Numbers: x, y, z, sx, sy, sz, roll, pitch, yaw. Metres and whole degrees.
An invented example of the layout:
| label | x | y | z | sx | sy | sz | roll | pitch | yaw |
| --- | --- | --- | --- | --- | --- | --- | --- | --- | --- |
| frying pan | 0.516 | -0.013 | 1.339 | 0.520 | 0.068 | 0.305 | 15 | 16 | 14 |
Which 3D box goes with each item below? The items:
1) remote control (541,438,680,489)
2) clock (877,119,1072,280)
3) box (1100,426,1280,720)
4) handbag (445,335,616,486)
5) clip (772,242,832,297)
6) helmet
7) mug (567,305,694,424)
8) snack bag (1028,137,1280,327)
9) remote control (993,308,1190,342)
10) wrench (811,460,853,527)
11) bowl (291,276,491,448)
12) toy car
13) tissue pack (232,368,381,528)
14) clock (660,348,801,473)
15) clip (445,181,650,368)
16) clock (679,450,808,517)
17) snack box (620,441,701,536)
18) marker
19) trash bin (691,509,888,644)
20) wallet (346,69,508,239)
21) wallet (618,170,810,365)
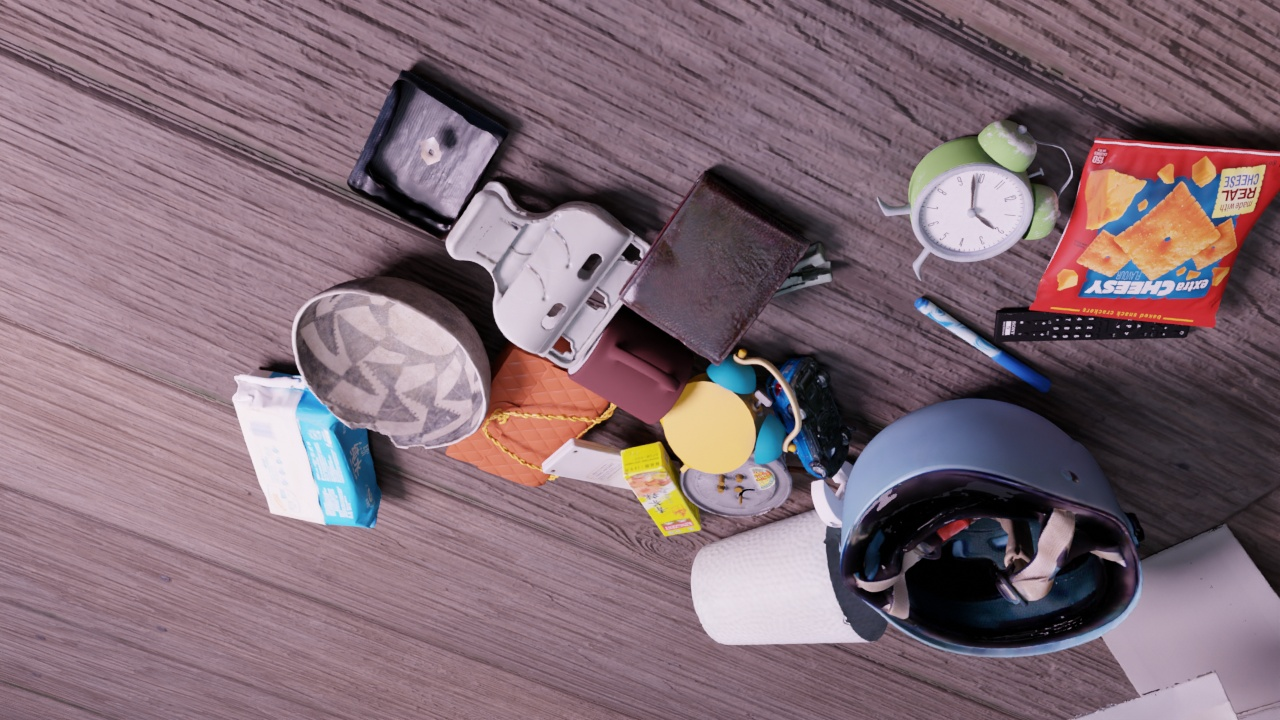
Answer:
| label | x | y | z | sx | sy | sz | roll | pitch | yaw |
| --- | --- | --- | --- | --- | --- | --- | --- | --- | --- |
| remote control | -0.026 | 0.102 | 0.881 | 0.135 | 0.011 | 0.050 | 17 | 135 | -38 |
| clock | 0.236 | -0.115 | 0.639 | 0.120 | 0.042 | 0.094 | -19 | 127 | 28 |
| box | 0.514 | 0.260 | 0.859 | 0.171 | 0.379 | 0.168 | 21 | 135 | -30 |
| handbag | -0.100 | 0.053 | 0.861 | 0.109 | 0.060 | 0.172 | 25 | 133 | -16 |
| clip | 0.112 | -0.067 | 0.725 | 0.076 | 0.023 | 0.045 | -17 | 124 | 24 |
| helmet | 0.292 | 0.137 | 0.772 | 0.226 | 0.166 | 0.265 | -22 | 122 | 32 |
| mug | -0.005 | 0.004 | 0.765 | 0.082 | 0.106 | 0.073 | 31 | 87 | -16 |
| snack bag | 0.359 | -0.087 | 0.639 | 0.131 | 0.039 | 0.144 | 6 | 133 | 7 |
| remote control | 0.351 | -0.029 | 0.715 | 0.140 | 0.009 | 0.030 | -1 | 132 | 14 |
| wrench | 0.266 | 0.176 | 0.893 | 0.273 | 0.066 | 0.018 | 34 | 146 | -24 |
| bowl | -0.206 | -0.010 | 0.807 | 0.178 | 0.081 | 0.179 | 9 | 133 | 10 |
| toy car | 0.148 | 0.050 | 0.806 | 0.044 | 0.056 | 0.120 | 4 | 133 | 44 |
| tissue pack | -0.338 | 0.090 | 0.942 | 0.117 | 0.065 | 0.210 | 7 | 132 | 7 |
| clock | 0.073 | 0.049 | 0.783 | 0.130 | 0.043 | 0.099 | -26 | 95 | 31 |
| clip | -0.077 | -0.075 | 0.713 | 0.144 | 0.075 | 0.125 | 35 | 102 | -16 |
| clock | 0.080 | 0.095 | 0.859 | 0.148 | 0.056 | 0.104 | 37 | 129 | -23 |
| snack box | 0.022 | 0.128 | 0.890 | 0.040 | 0.028 | 0.148 | -13 | 144 | 11 |
| marker | 0.278 | -0.013 | 0.744 | 0.142 | 0.013 | 0.013 | 30 | 131 | -15 |
| trash bin | 0.146 | 0.221 | 0.916 | 0.162 | 0.133 | 0.133 | -20 | 125 | 34 |
| wallet | -0.162 | -0.156 | 0.701 | 0.089 | 0.026 | 0.115 | 30 | 131 | -15 |
| wallet | 0.055 | -0.069 | 0.701 | 0.099 | 0.031 | 0.120 | 33 | 105 | -7 |
